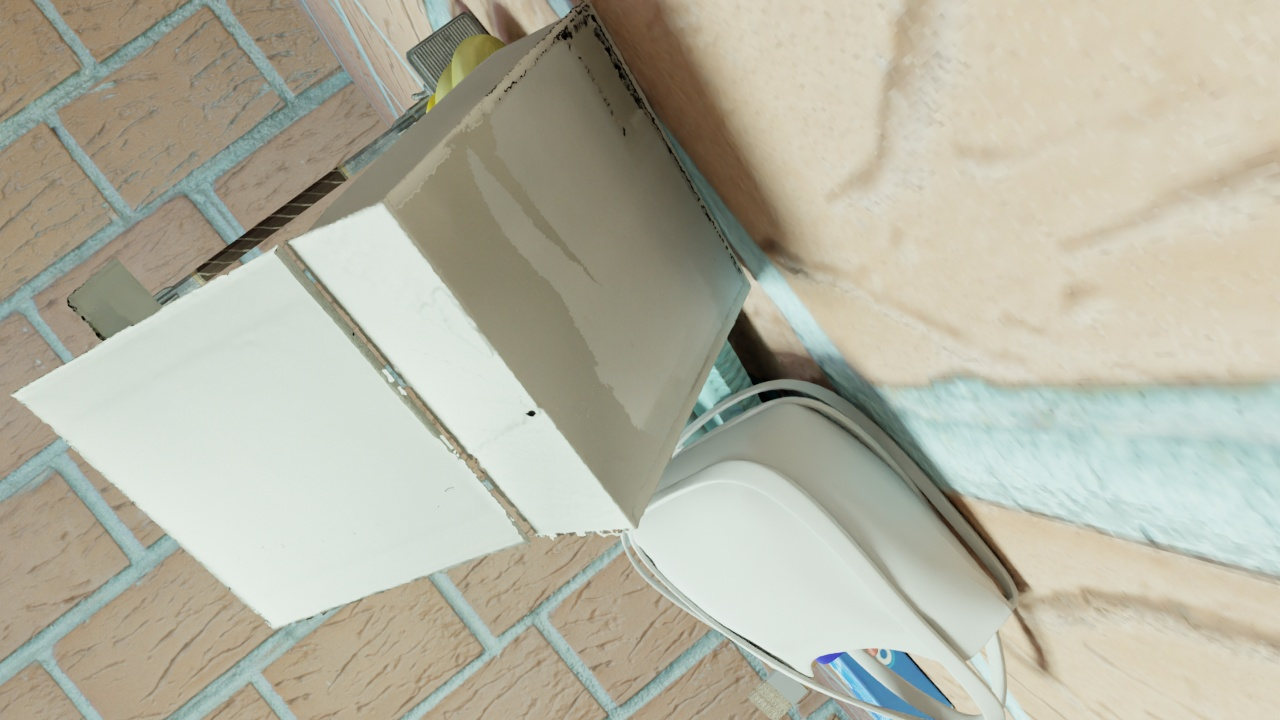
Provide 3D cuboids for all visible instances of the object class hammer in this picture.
[{"bbox_3d":[-0.232,-0.118,0.652,0.044,0.322,0.098,52,174,6],"label":"hammer"}]

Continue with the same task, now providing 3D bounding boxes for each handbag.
[{"bbox_3d":[0.105,0.127,0.507,0.222,0.095,0.216,44,146,-6],"label":"handbag"}]

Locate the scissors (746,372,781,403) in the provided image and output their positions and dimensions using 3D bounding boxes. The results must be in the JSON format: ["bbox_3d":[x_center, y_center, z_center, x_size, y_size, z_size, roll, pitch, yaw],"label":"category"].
[{"bbox_3d":[0.076,0.026,0.637,0.138,0.019,0.129,52,175,18],"label":"scissors"}]

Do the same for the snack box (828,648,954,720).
[{"bbox_3d":[0.224,0.304,0.979,0.239,0.056,0.196,48,173,30],"label":"snack box"}]

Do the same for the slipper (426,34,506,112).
[{"bbox_3d":[-0.100,-0.141,0.617,0.190,0.082,0.091,53,-153,-73],"label":"slipper"}]

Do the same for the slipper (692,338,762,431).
[{"bbox_3d":[-0.002,-0.039,0.551,0.276,0.069,0.116,60,167,-22],"label":"slipper"}]

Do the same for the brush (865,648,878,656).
[{"bbox_3d":[0.151,0.141,0.700,0.041,0.030,0.172,128,118,-86],"label":"brush"}]

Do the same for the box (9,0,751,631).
[{"bbox_3d":[-0.163,0.067,0.367,0.167,0.505,0.149,56,169,-27],"label":"box"}]

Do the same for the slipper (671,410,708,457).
[{"bbox_3d":[-0.004,0.004,0.672,0.112,0.075,0.246,18,-140,-60],"label":"slipper"}]

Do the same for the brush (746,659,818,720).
[{"bbox_3d":[0.165,0.282,0.874,0.045,0.143,0.008,45,179,-23],"label":"brush"}]

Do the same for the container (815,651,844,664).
[{"bbox_3d":[0.151,0.202,0.792,0.084,0.085,0.114,50,173,10],"label":"container"}]
